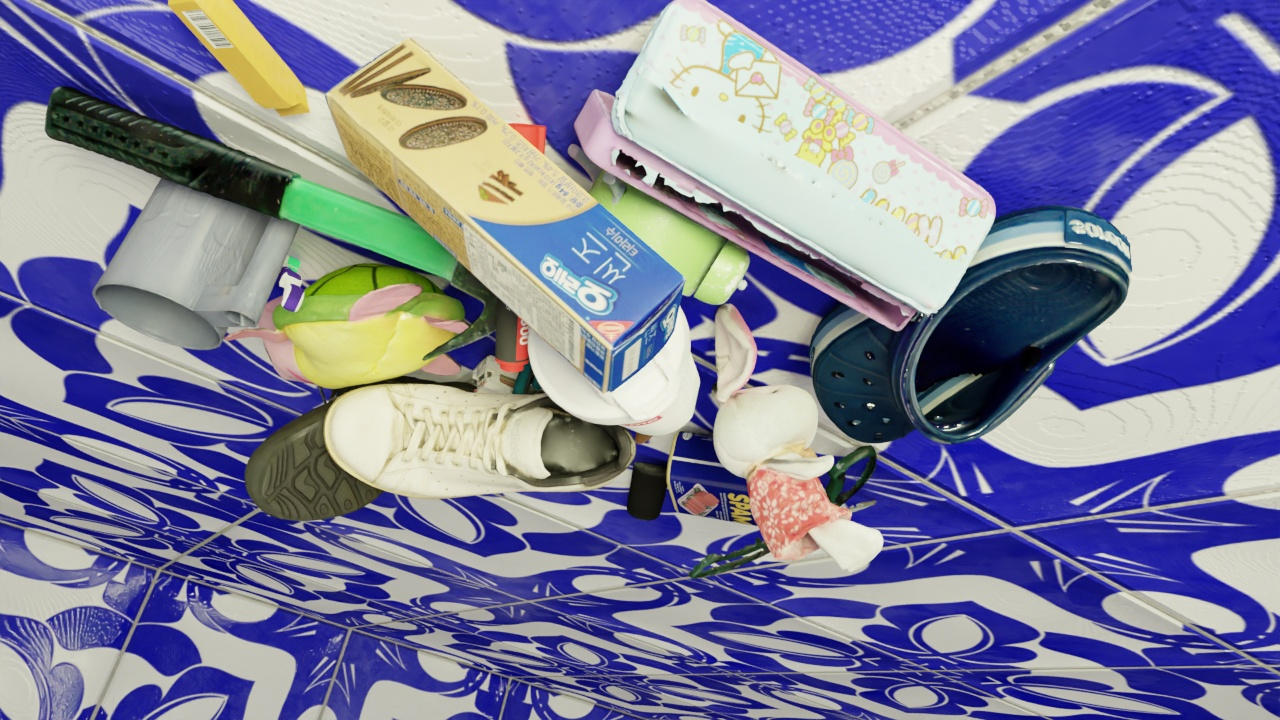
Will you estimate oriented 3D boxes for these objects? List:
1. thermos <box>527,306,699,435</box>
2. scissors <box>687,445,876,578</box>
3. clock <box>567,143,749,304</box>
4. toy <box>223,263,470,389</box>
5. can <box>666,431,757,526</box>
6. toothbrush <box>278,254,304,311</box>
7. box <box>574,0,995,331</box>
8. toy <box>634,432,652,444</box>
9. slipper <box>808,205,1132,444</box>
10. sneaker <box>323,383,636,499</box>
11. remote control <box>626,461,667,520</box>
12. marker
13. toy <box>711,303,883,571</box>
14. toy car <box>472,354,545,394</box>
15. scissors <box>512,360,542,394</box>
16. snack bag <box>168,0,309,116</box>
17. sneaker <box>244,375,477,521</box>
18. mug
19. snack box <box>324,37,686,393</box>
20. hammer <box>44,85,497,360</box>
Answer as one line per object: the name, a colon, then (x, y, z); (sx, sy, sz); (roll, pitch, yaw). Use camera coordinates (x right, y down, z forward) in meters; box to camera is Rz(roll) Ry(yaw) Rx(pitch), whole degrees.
thermos: (-0.004, 0.004, 0.608); (0.099, 0.099, 0.220); (7, 171, 12)
scissors: (0.144, 0.146, 0.855); (0.201, 0.015, 0.202); (-17, 147, -17)
clock: (0.011, -0.071, 0.520); (0.119, 0.042, 0.094); (25, -166, -28)
toy: (-0.216, -0.025, 0.702); (0.189, 0.087, 0.239); (6, 169, -41)
can: (0.079, 0.113, 0.869); (0.092, 0.056, 0.116); (7, 152, 13)
toothbrush: (-0.243, -0.055, 0.636); (0.016, 0.015, 0.187); (26, -177, -27)
box: (0.080, -0.102, 0.477); (0.214, 0.089, 0.093); (25, 112, -22)
toy: (-0.002, 0.033, 0.769); (0.055, 0.041, 0.102); (19, 155, 44)
slipper: (0.184, -0.002, 0.565); (0.105, 0.095, 0.254); (17, 150, -14)
sneaker: (-0.115, 0.065, 0.697); (0.241, 0.089, 0.102); (5, 175, -17)
remote control: (0.008, 0.143, 0.996); (0.041, 0.020, 0.152); (11, 152, 2)
marker: (-0.071, -0.063, 0.537); (0.023, 0.145, 0.021); (1, -160, -12)
toy: (0.098, 0.064, 0.658); (0.084, 0.194, 0.159); (-26, 149, -7)
toy car: (-0.091, 0.031, 0.804); (0.113, 0.039, 0.039); (24, 151, -20)
scissors: (-0.067, 0.008, 0.744); (0.124, 0.019, 0.156); (20, 133, -26)
snack bag: (-0.217, -0.171, 0.498); (0.026, 0.020, 0.099); (5, 153, 25)
sneaker: (-0.260, 0.056, 0.810); (0.143, 0.101, 0.237); (13, -162, 33)
mug: (-0.293, -0.072, 0.628); (0.124, 0.103, 0.084); (0, 150, 23)
snack box: (-0.069, -0.076, 0.471); (0.207, 0.057, 0.056); (42, 159, 13)
hammer: (-0.217, -0.100, 0.572); (0.319, 0.130, 0.032); (21, -162, 1)
